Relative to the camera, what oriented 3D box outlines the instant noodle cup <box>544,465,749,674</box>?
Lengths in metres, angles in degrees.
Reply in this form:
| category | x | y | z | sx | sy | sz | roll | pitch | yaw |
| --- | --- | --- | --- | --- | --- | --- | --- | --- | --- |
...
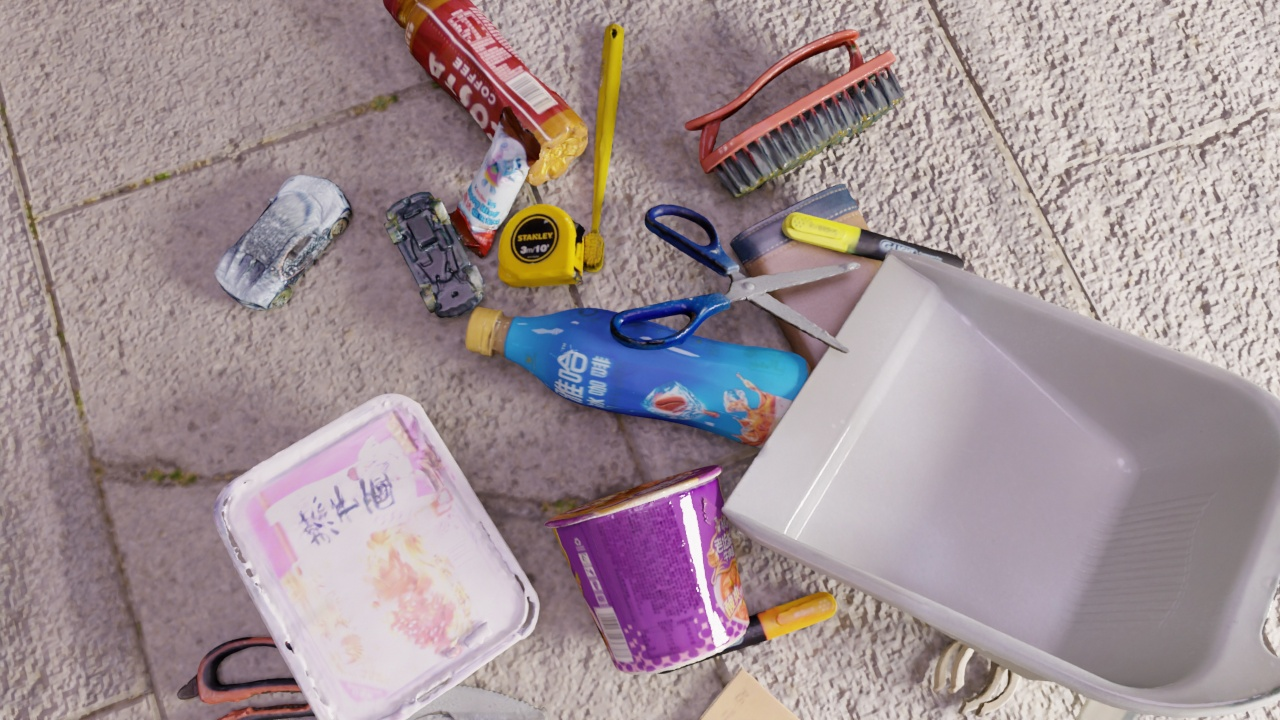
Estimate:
| category | x | y | z | sx | sy | sz | roll | pitch | yaw |
| --- | --- | --- | --- | --- | --- | --- | --- | --- | --- |
| instant noodle cup | 0.011 | 0.124 | 0.546 | 0.111 | 0.111 | 0.099 | -19 | 87 | -6 |

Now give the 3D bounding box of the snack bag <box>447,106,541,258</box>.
| category | x | y | z | sx | sy | sz | roll | pitch | yaw |
| --- | --- | --- | --- | --- | --- | --- | --- | --- | --- |
| snack bag | -0.097 | -0.117 | 0.612 | 0.026 | 0.106 | 0.045 | -12 | 59 | -44 |

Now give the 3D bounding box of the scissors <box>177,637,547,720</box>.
| category | x | y | z | sx | sy | sz | roll | pitch | yaw |
| --- | --- | --- | --- | --- | --- | --- | --- | --- | --- |
| scissors | -0.167 | 0.224 | 0.561 | 0.210 | 0.015 | 0.176 | 39 | 77 | 8 |

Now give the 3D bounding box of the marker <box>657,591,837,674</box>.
| category | x | y | z | sx | sy | sz | roll | pitch | yaw |
| --- | --- | --- | --- | --- | --- | --- | --- | --- | --- |
| marker | 0.065 | 0.172 | 0.578 | 0.124 | 0.015 | 0.018 | -18 | 73 | -4 |

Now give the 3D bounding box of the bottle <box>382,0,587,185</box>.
| category | x | y | z | sx | sy | sz | roll | pitch | yaw |
| --- | --- | --- | --- | --- | --- | --- | --- | --- | --- |
| bottle | -0.112 | -0.202 | 0.641 | 0.057 | 0.057 | 0.175 | -40 | 80 | -10 |

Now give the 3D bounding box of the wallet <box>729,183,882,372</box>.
| category | x | y | z | sx | sy | sz | roll | pitch | yaw |
| --- | --- | --- | --- | --- | --- | --- | --- | --- | --- |
| wallet | 0.127 | -0.054 | 0.625 | 0.090 | 0.033 | 0.115 | -28 | 80 | -5 |

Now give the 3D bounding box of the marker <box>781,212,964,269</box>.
| category | x | y | z | sx | sy | sz | roll | pitch | yaw |
| --- | --- | --- | --- | --- | --- | --- | --- | --- | --- |
| marker | 0.155 | -0.076 | 0.606 | 0.124 | 0.015 | 0.018 | 14 | 81 | -3 |

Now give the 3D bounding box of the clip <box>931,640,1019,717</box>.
| category | x | y | z | sx | sy | sz | roll | pitch | yaw |
| --- | --- | --- | --- | --- | --- | --- | --- | --- | --- |
| clip | 0.223 | 0.174 | 0.572 | 0.076 | 0.035 | 0.100 | 42 | 74 | 9 |

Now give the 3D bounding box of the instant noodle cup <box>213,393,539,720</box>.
| category | x | y | z | sx | sy | sz | roll | pitch | yaw |
| --- | --- | --- | --- | --- | --- | --- | --- | --- | --- |
| instant noodle cup | -0.156 | 0.124 | 0.555 | 0.138 | 0.060 | 0.173 | -32 | 74 | -13 |

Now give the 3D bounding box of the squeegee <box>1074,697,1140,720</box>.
| category | x | y | z | sx | sy | sz | roll | pitch | yaw |
| --- | --- | --- | --- | --- | --- | --- | --- | --- | --- |
| squeegee | 0.255 | 0.073 | 0.593 | 0.246 | 0.039 | 0.246 | 44 | 69 | 9 |

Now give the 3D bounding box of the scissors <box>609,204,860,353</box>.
| category | x | y | z | sx | sy | sz | roll | pitch | yaw |
| --- | --- | --- | --- | --- | --- | --- | --- | --- | --- |
| scissors | 0.055 | -0.049 | 0.584 | 0.175 | 0.012 | 0.162 | -21 | 54 | -17 |

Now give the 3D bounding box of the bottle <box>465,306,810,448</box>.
| category | x | y | z | sx | sy | sz | roll | pitch | yaw |
| --- | --- | --- | --- | --- | --- | --- | --- | --- | --- |
| bottle | -0.004 | 0.003 | 0.591 | 0.219 | 0.065 | 0.065 | 14 | 77 | 3 |

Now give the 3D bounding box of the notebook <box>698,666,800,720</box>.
| category | x | y | z | sx | sy | sz | roll | pitch | yaw |
| --- | --- | --- | --- | --- | --- | --- | --- | --- | --- |
| notebook | 0.092 | 0.313 | 0.547 | 0.211 | 0.012 | 0.149 | 41 | 79 | 7 |

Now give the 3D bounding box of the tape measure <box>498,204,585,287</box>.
| category | x | y | z | sx | sy | sz | roll | pitch | yaw |
| --- | --- | --- | --- | --- | --- | --- | --- | --- | --- |
| tape measure | -0.066 | -0.076 | 0.625 | 0.060 | 0.029 | 0.057 | -3 | 75 | 18 |

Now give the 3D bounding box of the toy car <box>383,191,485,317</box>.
| category | x | y | z | sx | sy | sz | roll | pitch | yaw |
| --- | --- | --- | --- | --- | --- | --- | --- | --- | --- |
| toy car | -0.139 | -0.070 | 0.622 | 0.043 | 0.034 | 0.090 | -28 | 81 | -10 |

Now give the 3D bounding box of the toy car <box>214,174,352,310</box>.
| category | x | y | z | sx | sy | sz | roll | pitch | yaw |
| --- | --- | --- | --- | --- | --- | --- | --- | --- | --- |
| toy car | -0.243 | -0.083 | 0.625 | 0.049 | 0.031 | 0.105 | 34 | 77 | 6 |

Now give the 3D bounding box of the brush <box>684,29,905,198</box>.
| category | x | y | z | sx | sy | sz | roll | pitch | yaw |
| --- | --- | --- | --- | --- | --- | --- | --- | --- | --- |
| brush | 0.103 | -0.171 | 0.636 | 0.145 | 0.063 | 0.069 | -30 | 91 | -6 |

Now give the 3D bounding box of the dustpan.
| category | x | y | z | sx | sy | sz | roll | pitch | yaw |
| --- | --- | --- | --- | --- | --- | --- | --- | --- | --- |
| dustpan | 0.223 | 0.060 | 0.492 | 0.258 | 0.143 | 0.222 | 36 | 68 | 1 |

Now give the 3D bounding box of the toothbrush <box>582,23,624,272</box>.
| category | x | y | z | sx | sy | sz | roll | pitch | yaw |
| --- | --- | --- | --- | --- | --- | --- | --- | --- | --- |
| toothbrush | -0.026 | -0.155 | 0.653 | 0.015 | 0.017 | 0.190 | 5 | 77 | -1 |
